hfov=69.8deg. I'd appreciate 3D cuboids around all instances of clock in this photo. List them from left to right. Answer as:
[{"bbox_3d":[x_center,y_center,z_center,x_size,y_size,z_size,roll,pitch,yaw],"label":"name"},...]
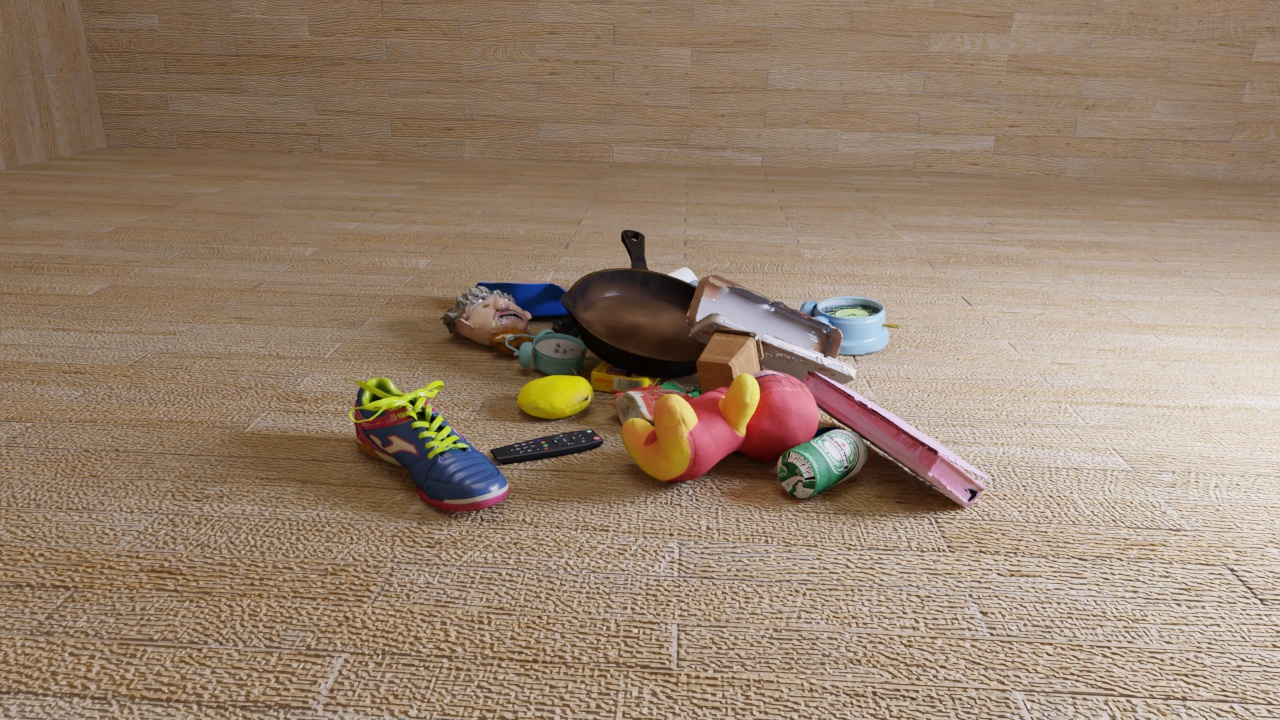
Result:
[{"bbox_3d":[-0.129,-0.016,1.261,0.123,0.042,0.087,18,28,18],"label":"clock"},{"bbox_3d":[0.297,-0.052,1.381,0.162,0.060,0.118,-5,23,-5],"label":"clock"}]

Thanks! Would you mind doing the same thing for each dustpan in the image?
[{"bbox_3d":[-0.125,-0.101,1.461,0.245,0.059,0.257,-5,18,-17],"label":"dustpan"}]

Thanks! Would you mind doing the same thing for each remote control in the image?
[{"bbox_3d":[-0.104,0.097,1.023,0.124,0.010,0.039,-9,23,-25],"label":"remote control"}]

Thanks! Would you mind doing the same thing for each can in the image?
[{"bbox_3d":[0.189,0.107,0.954,0.101,0.053,0.053,-17,27,-39],"label":"can"}]

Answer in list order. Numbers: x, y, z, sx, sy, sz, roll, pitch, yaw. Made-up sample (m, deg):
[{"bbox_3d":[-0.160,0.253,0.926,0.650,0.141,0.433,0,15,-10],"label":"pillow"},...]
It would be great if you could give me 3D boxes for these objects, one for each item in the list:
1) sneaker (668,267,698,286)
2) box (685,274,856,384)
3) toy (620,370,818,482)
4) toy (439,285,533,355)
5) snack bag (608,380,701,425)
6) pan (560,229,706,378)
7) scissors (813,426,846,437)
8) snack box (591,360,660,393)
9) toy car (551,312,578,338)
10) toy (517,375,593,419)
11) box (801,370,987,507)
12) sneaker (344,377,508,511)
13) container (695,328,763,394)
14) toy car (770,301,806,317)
[{"bbox_3d":[0.037,-0.077,1.416,0.079,0.088,0.234,42,38,12],"label":"sneaker"},{"bbox_3d":[0.170,-0.039,1.184,0.216,0.095,0.107,21,57,-19],"label":"box"},{"bbox_3d":[0.095,0.069,0.981,0.215,0.098,0.148,-9,-9,-29],"label":"toy"},{"bbox_3d":[-0.215,-0.059,1.352,0.132,0.076,0.176,-14,35,-34],"label":"toy"},{"bbox_3d":[0.039,0.048,1.133,0.154,0.044,0.087,-13,30,-44],"label":"snack bag"},{"bbox_3d":[0.004,-0.086,1.295,0.248,0.043,0.355,6,34,-13],"label":"pan"},{"bbox_3d":[0.188,0.084,1.080,0.103,0.015,0.133,-11,19,-20],"label":"scissors"},{"bbox_3d":[-0.007,0.007,1.248,0.075,0.025,0.152,8,22,16],"label":"snack box"},{"bbox_3d":[-0.109,-0.040,1.351,0.036,0.042,0.091,33,27,9],"label":"toy car"},{"bbox_3d":[-0.105,0.043,1.128,0.094,0.041,0.095,6,21,25],"label":"toy"},{"bbox_3d":[0.268,0.075,0.996,0.098,0.046,0.233,36,3,-30],"label":"box"},{"bbox_3d":[-0.226,0.080,0.946,0.242,0.091,0.116,21,26,40],"label":"sneaker"},{"bbox_3d":[0.109,0.026,1.093,0.063,0.114,0.061,8,34,35],"label":"container"},{"bbox_3d":[0.144,-0.037,1.320,0.189,0.056,0.081,-3,37,12],"label":"toy car"}]
